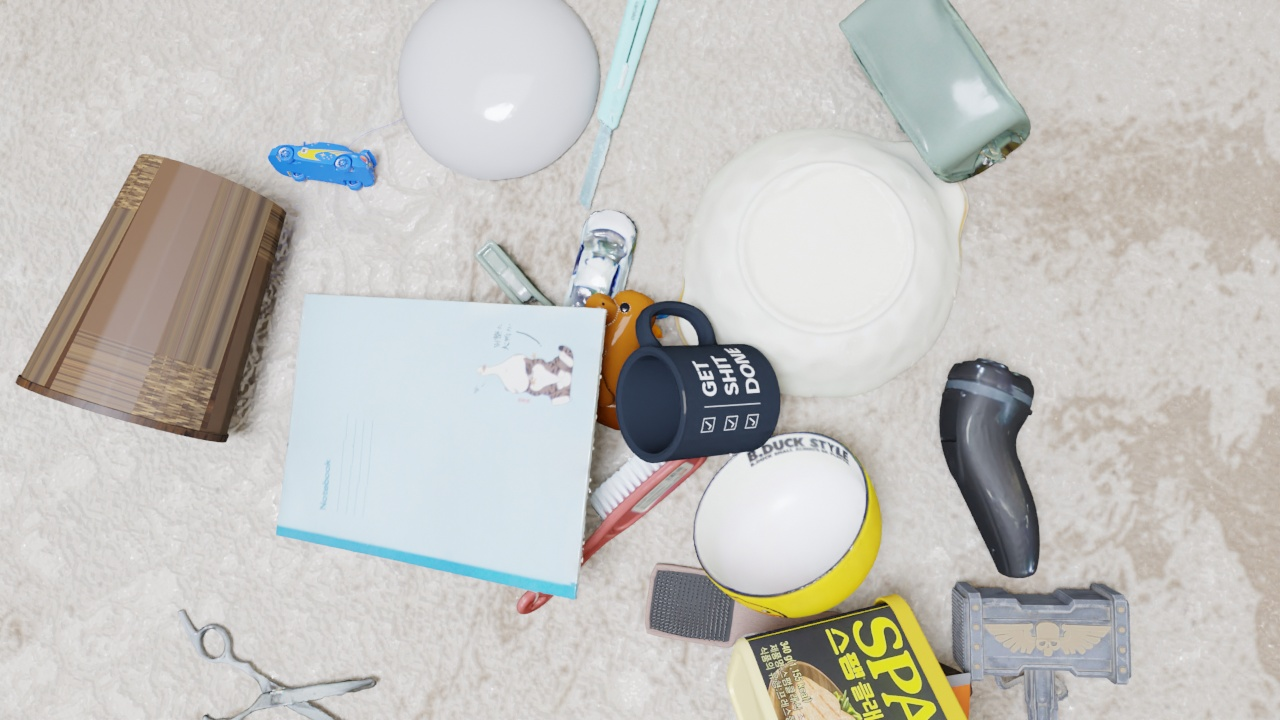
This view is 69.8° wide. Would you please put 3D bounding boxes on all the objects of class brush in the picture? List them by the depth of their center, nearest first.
[{"bbox_3d":[0.071,0.171,0.617,0.136,0.015,0.050,7,88,8],"label":"brush"},{"bbox_3d":[-0.026,0.108,0.626,0.172,0.041,0.030,-43,65,5],"label":"brush"}]

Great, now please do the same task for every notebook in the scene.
[{"bbox_3d":[-0.142,0.049,0.617,0.254,0.009,0.181,4,88,26],"label":"notebook"}]

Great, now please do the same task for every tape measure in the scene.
[{"bbox_3d":[0.182,0.218,0.578,0.038,0.058,0.059,1,90,-23],"label":"tape measure"}]

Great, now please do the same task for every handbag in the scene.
[{"bbox_3d":[0.188,-0.178,0.583,0.067,0.106,0.122,-34,81,27],"label":"handbag"}]

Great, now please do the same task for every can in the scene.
[{"bbox_3d":[0.120,0.214,0.519,0.104,0.075,0.135,-10,49,-12],"label":"can"}]

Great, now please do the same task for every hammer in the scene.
[{"bbox_3d":[0.253,0.304,0.574,0.098,0.044,0.322,-1,88,7],"label":"hammer"}]

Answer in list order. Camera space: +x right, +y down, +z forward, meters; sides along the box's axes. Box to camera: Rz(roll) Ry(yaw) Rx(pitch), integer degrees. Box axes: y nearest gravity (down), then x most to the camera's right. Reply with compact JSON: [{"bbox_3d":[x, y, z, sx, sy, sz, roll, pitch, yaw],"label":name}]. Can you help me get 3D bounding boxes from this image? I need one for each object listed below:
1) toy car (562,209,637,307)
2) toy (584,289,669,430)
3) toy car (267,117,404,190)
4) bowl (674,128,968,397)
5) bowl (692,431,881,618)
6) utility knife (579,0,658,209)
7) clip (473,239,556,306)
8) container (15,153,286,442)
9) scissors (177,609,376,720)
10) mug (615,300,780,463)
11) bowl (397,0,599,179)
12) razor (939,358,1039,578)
[{"bbox_3d":[-0.029,-0.063,0.641,0.039,0.027,0.089,14,88,10],"label":"toy car"},{"bbox_3d":[-0.004,0.004,0.619,0.103,0.070,0.090,28,91,-23],"label":"toy"},{"bbox_3d":[-0.219,-0.161,0.675,0.092,0.033,0.061,9,72,3],"label":"toy car"},{"bbox_3d":[0.120,-0.070,0.606,0.219,0.060,0.188,-36,82,4],"label":"bowl"},{"bbox_3d":[0.100,0.111,0.582,0.117,0.067,0.117,-23,41,21],"label":"bowl"},{"bbox_3d":[-0.019,-0.188,0.656,0.022,0.015,0.165,16,89,-23],"label":"utility knife"},{"bbox_3d":[-0.086,-0.052,0.647,0.023,0.042,0.076,-41,82,4],"label":"clip"},{"bbox_3d":[-0.323,-0.043,0.633,0.132,0.132,0.167,17,82,8],"label":"container"},{"bbox_3d":[-0.266,0.228,0.658,0.142,0.014,0.158,-32,82,7],"label":"scissors"},{"bbox_3d":[0.031,0.010,0.582,0.077,0.071,0.105,-2,67,-36],"label":"mug"},{"bbox_3d":[-0.105,-0.207,0.650,0.149,0.043,0.149,0,86,5],"label":"bowl"},{"bbox_3d":[0.232,0.067,0.587,0.063,0.053,0.140,-14,87,-1],"label":"razor"}]
